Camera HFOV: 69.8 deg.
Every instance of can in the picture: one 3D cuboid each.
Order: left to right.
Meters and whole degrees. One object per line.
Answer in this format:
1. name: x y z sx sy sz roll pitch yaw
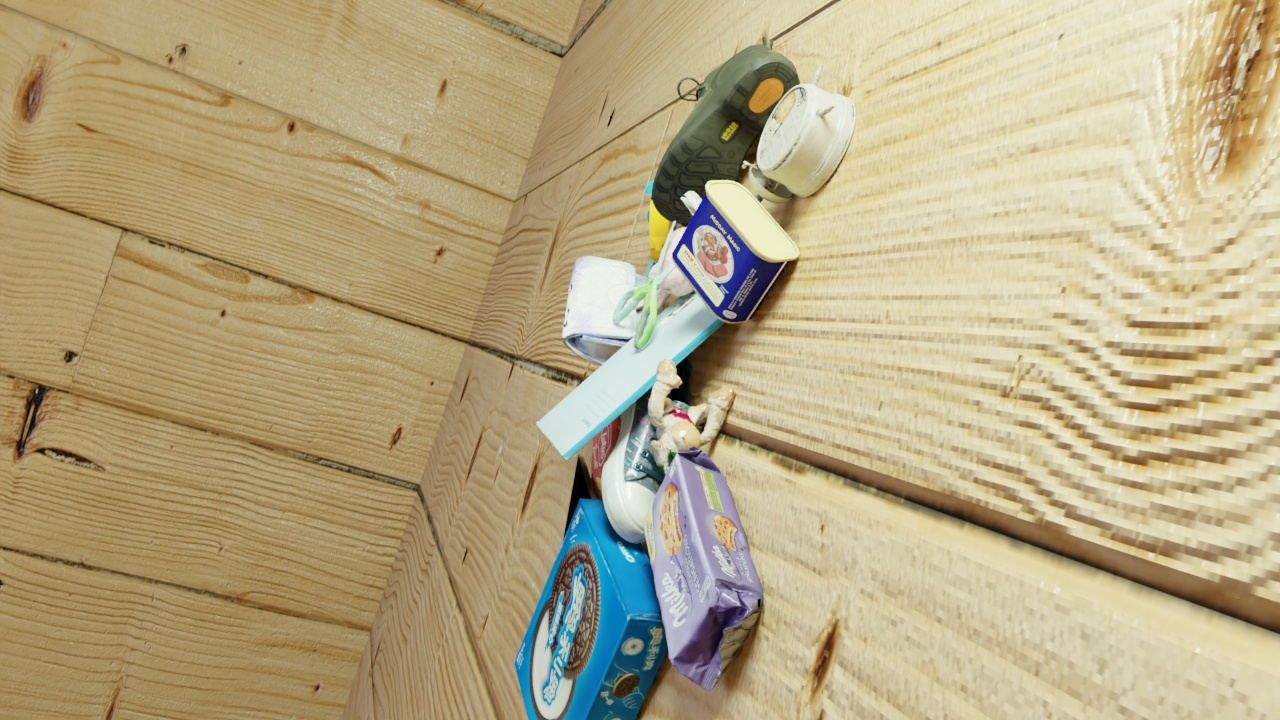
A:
1. can: 0.090 -0.107 0.917 0.116 0.056 0.092 55 135 28

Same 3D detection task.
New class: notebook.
1. notebook: -0.079 0.210 1.155 0.209 0.008 0.141 -133 52 -78
2. notebook: -0.006 0.006 1.024 0.253 0.009 0.181 -41 16 -7

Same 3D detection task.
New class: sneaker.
1. sneaker: 0.021 0.086 0.980 0.079 0.087 0.234 -31 34 35
2. sneaker: 0.085 -0.286 1.088 0.239 0.101 0.142 -48 29 33

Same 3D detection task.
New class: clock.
1. clock: 0.028 -0.189 1.230 0.099 0.044 0.129 79 -167 -68
2. clock: 0.145 -0.205 0.906 0.157 0.061 0.103 -54 24 38

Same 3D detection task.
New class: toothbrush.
1. toothbrush: 0.002 -0.094 1.291 0.022 0.017 0.135 -177 105 -75

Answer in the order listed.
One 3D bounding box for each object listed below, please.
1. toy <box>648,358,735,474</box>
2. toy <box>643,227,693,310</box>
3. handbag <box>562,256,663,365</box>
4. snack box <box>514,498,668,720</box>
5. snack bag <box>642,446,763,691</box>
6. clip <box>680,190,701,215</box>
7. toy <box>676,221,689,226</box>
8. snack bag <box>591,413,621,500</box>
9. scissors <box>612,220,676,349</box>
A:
1. toy: 0.035 0.063 0.904 0.074 0.085 0.105 -45 20 52
2. toy: 0.040 -0.110 1.119 0.105 0.053 0.108 -42 29 39
3. handbag: -0.035 -0.061 1.188 0.069 0.126 0.158 -54 22 37
4. snack box: -0.055 0.295 0.949 0.239 0.056 0.195 -68 26 19
5. snack bag: 0.054 0.175 0.800 0.205 0.058 0.097 -104 34 -56
6. clip: 0.090 -0.149 1.030 0.055 0.101 0.046 -30 -6 -38
7. toy: 0.073 -0.231 1.186 0.079 0.038 0.122 -132 67 -83
8. snack bag: -0.034 0.135 1.133 0.224 0.041 0.078 -91 24 -44
9. scissors: 0.013 -0.089 1.073 0.173 0.023 0.171 -28 40 61
